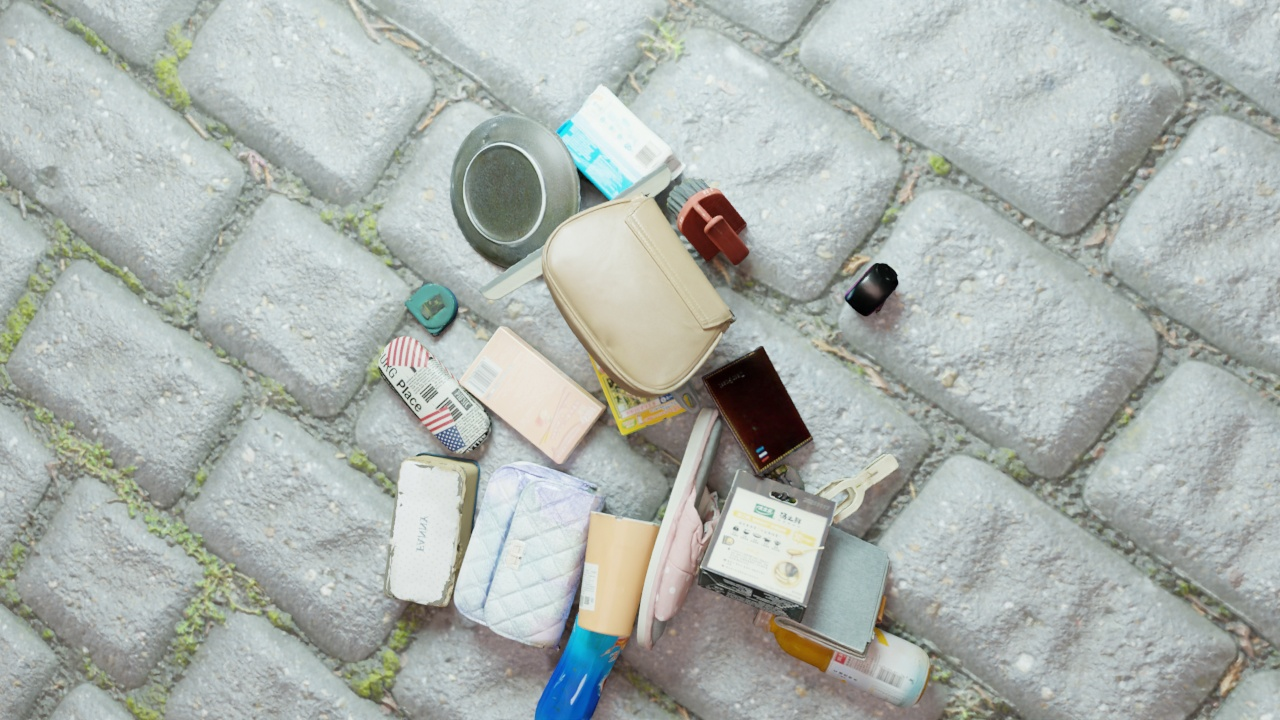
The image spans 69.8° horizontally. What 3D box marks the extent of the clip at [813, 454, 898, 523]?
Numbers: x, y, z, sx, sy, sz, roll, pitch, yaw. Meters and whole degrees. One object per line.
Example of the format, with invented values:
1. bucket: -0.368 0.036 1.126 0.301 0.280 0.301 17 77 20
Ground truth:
1. clip: 0.233 0.141 0.996 0.103 0.092 0.035 -35 85 19

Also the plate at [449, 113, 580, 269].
1. plate: -0.150 -0.190 1.045 0.180 0.024 0.179 7 105 27

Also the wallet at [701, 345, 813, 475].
1. wallet: 0.129 0.054 1.010 0.096 0.020 0.122 -26 84 -35

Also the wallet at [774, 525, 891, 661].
1. wallet: 0.211 0.247 0.985 0.106 0.037 0.129 24 51 7

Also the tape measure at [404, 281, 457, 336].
1. tape measure: -0.247 -0.064 1.092 0.054 0.025 0.058 -43 85 8

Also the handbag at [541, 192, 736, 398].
1. handbag: -0.006 -0.065 0.949 0.147 0.100 0.204 -35 92 -8

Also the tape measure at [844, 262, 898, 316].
1. tape measure: 0.252 -0.076 0.994 0.039 0.057 0.058 43 88 5

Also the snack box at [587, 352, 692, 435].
1. snack box: -0.006 0.006 1.050 0.087 0.033 0.140 -23 85 9

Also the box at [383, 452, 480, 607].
1. box: -0.245 0.192 1.080 0.090 0.059 0.184 10 90 8

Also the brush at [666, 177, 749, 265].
1. brush: 0.077 -0.144 0.977 0.063 0.145 0.069 -43 71 8

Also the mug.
1. mug: -0.028 0.229 0.988 0.078 0.078 0.122 10 80 9

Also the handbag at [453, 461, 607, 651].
1. handbag: -0.128 0.221 1.051 0.134 0.075 0.194 17 94 8

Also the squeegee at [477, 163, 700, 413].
1. squeegee: -0.006 -0.046 1.015 0.246 0.039 0.246 -34 91 0

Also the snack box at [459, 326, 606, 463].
1. snack box: -0.126 0.040 1.073 0.157 0.026 0.084 39 96 7

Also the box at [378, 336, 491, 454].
1. box: -0.243 0.040 1.089 0.164 0.057 0.071 48 114 7

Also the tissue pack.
1. tissue pack: -0.027 -0.234 1.034 0.140 0.063 0.090 44 98 6

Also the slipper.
1. slipper: 0.054 0.185 1.006 0.054 0.114 0.274 15 87 12

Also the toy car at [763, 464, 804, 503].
1. toy car: 0.140 0.152 1.025 0.091 0.036 0.043 -34 84 12

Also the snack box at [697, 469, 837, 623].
1. snack box: 0.134 0.193 0.962 0.113 0.053 0.125 18 50 12

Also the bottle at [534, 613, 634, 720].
1. bottle: -0.078 0.379 1.049 0.065 0.065 0.219 26 94 8

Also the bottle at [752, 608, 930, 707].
1. bottle: 0.216 0.310 0.999 0.189 0.068 0.068 23 94 9
